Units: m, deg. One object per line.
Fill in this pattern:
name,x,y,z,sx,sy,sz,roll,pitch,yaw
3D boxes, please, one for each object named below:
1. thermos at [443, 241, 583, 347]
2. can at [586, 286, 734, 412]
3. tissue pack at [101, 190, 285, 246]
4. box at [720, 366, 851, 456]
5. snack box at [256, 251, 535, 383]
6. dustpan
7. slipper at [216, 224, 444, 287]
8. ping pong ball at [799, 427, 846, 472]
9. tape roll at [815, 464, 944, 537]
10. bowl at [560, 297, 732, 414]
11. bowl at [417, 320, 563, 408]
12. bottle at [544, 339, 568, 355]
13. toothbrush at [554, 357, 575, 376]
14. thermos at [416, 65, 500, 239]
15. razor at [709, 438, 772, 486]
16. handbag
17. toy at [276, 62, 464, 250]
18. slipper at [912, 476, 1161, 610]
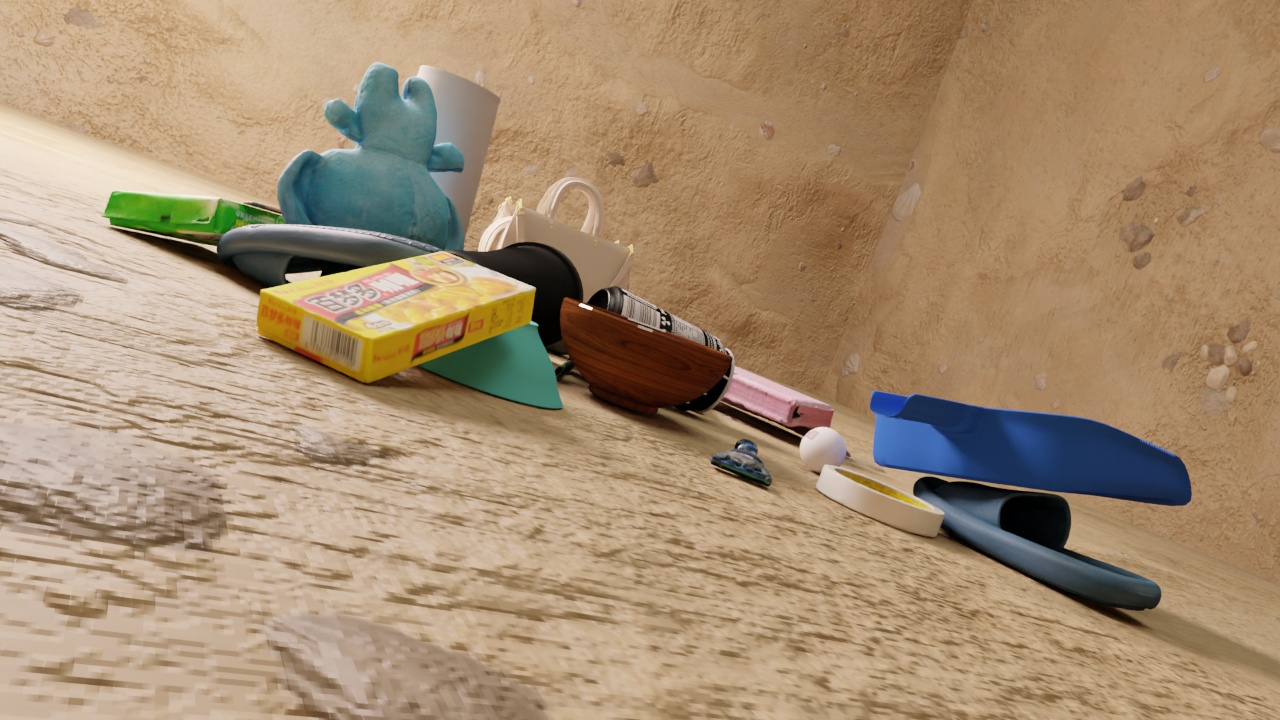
thermos,-0.128,-0.058,0.820,0.106,0.106,0.218,21,8,10
can,0.013,-0.009,0.886,0.146,0.080,0.080,26,1,-24
tissue pack,-0.338,-0.109,0.718,0.099,0.034,0.114,5,0,11
box,0.133,0.039,1.109,0.233,0.050,0.180,24,-3,40
snack box,-0.130,-0.029,0.517,0.075,0.025,0.152,22,23,20
dustpan,0.254,0.065,0.710,0.257,0.059,0.246,10,-4,-44
slipper,-0.223,-0.064,0.652,0.214,0.059,0.103,6,-2,37
ping pong ball,0.160,0.079,0.806,0.040,0.040,0.040,21,3,-1
tape roll,0.179,0.104,0.688,0.094,0.019,0.094,21,3,-2
bowl,-0.004,0.004,0.757,0.147,0.069,0.147,20,3,-1
bowl,-0.101,-0.011,0.613,0.121,0.046,0.121,21,3,-1
bottle,-0.116,-0.047,1.002,0.108,0.060,0.060,19,4,-30
toothbrush,-0.066,0.006,0.856,0.017,0.014,0.188,28,3,-1
thermos,-0.213,-0.164,0.894,0.131,0.222,0.131,21,4,-1
razor,0.075,0.067,0.664,0.044,0.018,0.141,20,3,7
handbag,-0.096,-0.119,1.093,0.194,0.198,0.101,18,4,-32
toy,-0.225,-0.158,0.782,0.115,0.180,0.183,-5,-11,42
slipper,0.290,0.126,0.695,0.103,0.059,0.214,16,6,-25
